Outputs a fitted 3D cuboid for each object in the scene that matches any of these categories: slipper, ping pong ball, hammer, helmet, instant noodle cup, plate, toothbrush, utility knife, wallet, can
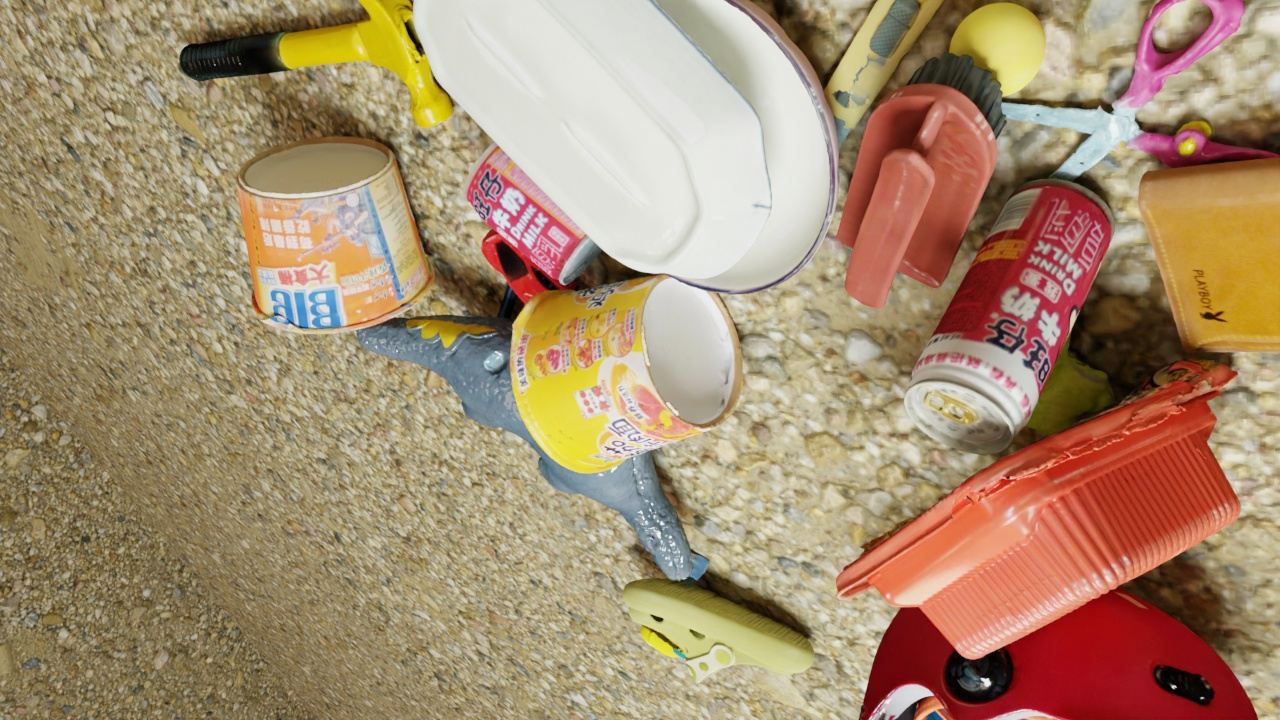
[{"bbox_3d":[0.064,0.261,0.852,0.191,0.081,0.091,15,175,25],"label":"slipper"},{"bbox_3d":[0.159,-0.138,0.409,0.040,0.040,0.040,25,141,22],"label":"ping pong ball"},{"bbox_3d":[-0.270,-0.241,0.711,0.301,0.032,0.129,9,132,37],"label":"hammer"},{"bbox_3d":[0.258,0.200,0.569,0.207,0.143,0.241,33,147,-21],"label":"helmet"},{"bbox_3d":[-0.004,0.004,0.635,0.110,0.137,0.138,-16,116,41],"label":"instant noodle cup"},{"bbox_3d":[0.034,-0.129,0.528,0.192,0.038,0.193,28,141,25],"label":"plate"},{"bbox_3d":[-0.250,-0.107,0.742,0.151,0.151,0.112,20,130,28],"label":"instant noodle cup"},{"bbox_3d":[-0.113,-0.046,0.784,0.014,0.016,0.190,42,142,10],"label":"toothbrush"},{"bbox_3d":[0.122,-0.157,0.452,0.031,0.020,0.191,43,149,9],"label":"utility knife"},{"bbox_3d":[0.294,-0.039,0.385,0.131,0.035,0.119,3,136,47],"label":"wallet"},{"bbox_3d":[-0.068,-0.106,0.631,0.094,0.066,0.067,40,144,4],"label":"can"},{"bbox_3d":[0.173,-0.022,0.429,0.053,0.132,0.053,28,154,15],"label":"can"},{"bbox_3d":[-0.041,-0.148,0.523,0.265,0.034,0.162,47,146,2],"label":"plate"},{"bbox_3d":[0.207,0.083,0.462,0.079,0.188,0.165,62,152,24],"label":"instant noodle cup"}]

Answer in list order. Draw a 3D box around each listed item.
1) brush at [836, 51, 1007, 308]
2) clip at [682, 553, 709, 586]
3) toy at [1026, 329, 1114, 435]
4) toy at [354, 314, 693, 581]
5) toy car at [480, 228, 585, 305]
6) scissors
[{"bbox_3d":[0.129,-0.078,0.438,0.063,0.069,0.146,29,164,15],"label":"brush"},{"bbox_3d":[0.035,0.186,0.870,0.058,0.026,0.043,37,152,7],"label":"clip"},{"bbox_3d":[0.211,0.000,0.509,0.100,0.031,0.097,36,146,8],"label":"toy"},{"bbox_3d":[-0.072,0.049,0.761,0.356,0.091,0.138,40,125,-5],"label":"toy"},{"bbox_3d":[-0.078,-0.061,0.710,0.049,0.031,0.106,-16,122,43],"label":"toy car"},{"bbox_3d":[0.217,-0.110,0.407,0.133,0.017,0.130,22,143,31],"label":"scissors"}]
